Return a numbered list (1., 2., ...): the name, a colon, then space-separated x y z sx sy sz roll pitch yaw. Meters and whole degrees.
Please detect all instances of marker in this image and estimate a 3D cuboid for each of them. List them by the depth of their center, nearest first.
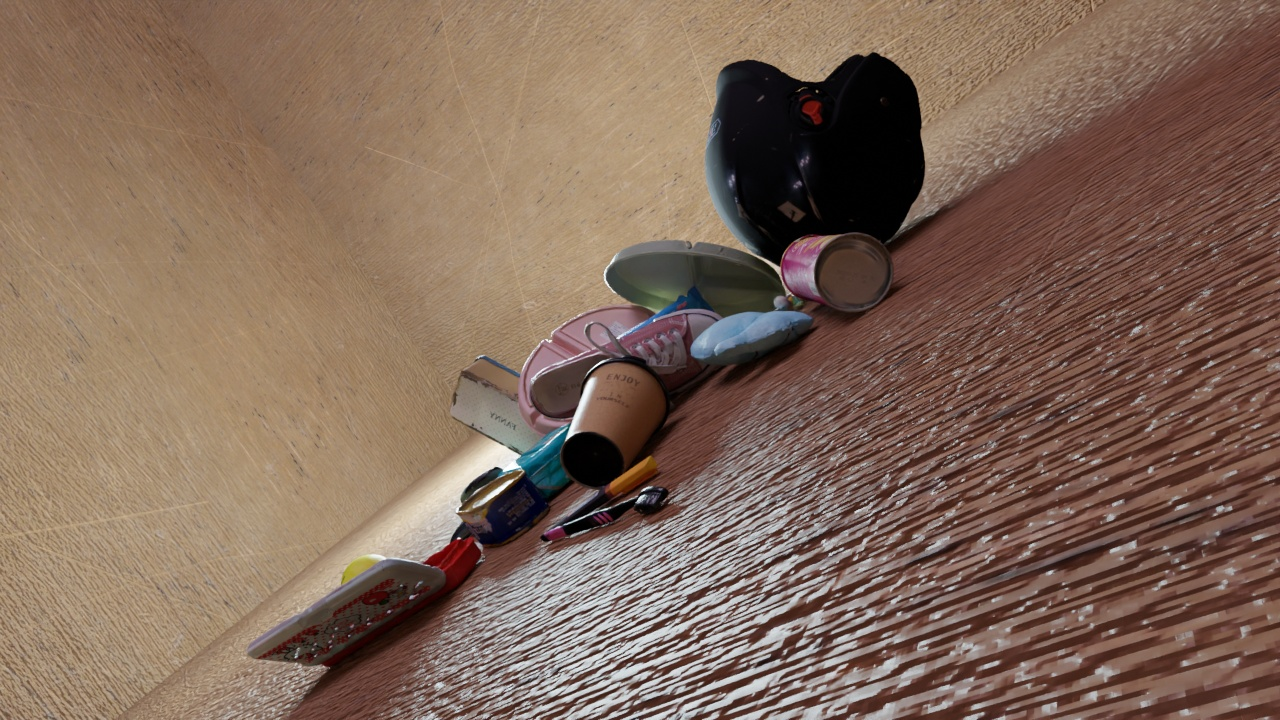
1. marker: -0.034 0.118 0.772 0.124 0.015 0.018 -37 2 23

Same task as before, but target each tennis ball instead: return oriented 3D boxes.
1. tennis ball: -0.311 0.257 1.056 0.065 0.065 0.065 -36 5 3

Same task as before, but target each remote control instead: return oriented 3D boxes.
1. remote control: -0.184 0.184 1.125 0.136 0.024 0.053 -35 5 13

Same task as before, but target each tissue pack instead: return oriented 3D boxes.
1. tissue pack: -0.106 0.120 1.049 0.093 0.050 0.134 -39 5 -24
2. tissue pack: 0.040 -0.016 1.099 0.156 0.095 0.052 -36 5 -24

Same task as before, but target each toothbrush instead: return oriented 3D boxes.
1. toothbrush: -0.035 0.125 0.711 0.190 0.014 0.017 -31 19 51
2. toothbrush: 0.155 -0.062 0.977 0.029 0.020 0.189 7 5 12

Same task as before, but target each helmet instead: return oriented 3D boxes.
1. helmet: 0.189 -0.224 1.073 0.230 0.274 0.234 -64 6 -13

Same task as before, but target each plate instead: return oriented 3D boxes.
1. plate: 0.069 -0.100 1.154 0.231 0.230 0.027 153 129 -63
2. plate: -0.059 0.008 1.186 0.230 0.028 0.229 -17 41 15

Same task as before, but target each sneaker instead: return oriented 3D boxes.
1. sneaker: -0.006 0.006 1.008 0.241 0.118 0.088 -18 1 -8

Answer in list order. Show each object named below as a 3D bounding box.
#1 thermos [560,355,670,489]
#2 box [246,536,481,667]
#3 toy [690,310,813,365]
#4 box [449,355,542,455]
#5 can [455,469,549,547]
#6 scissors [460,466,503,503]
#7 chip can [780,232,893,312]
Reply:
1. thermos: -0.027 0.060 0.880 0.093 0.093 0.143 -34 12 25
2. box: -0.263 0.242 0.898 0.201 0.063 0.160 -34 -14 18
3. toy: 0.105 -0.022 0.924 0.157 0.050 0.161 -14 5 38
4. box: -0.181 0.067 1.268 0.063 0.184 0.090 -40 -24 -56
5. can: -0.147 0.157 0.971 0.074 0.049 0.148 -38 5 -26
6. scissors: -0.187 0.163 1.149 0.177 0.019 0.171 -35 -17 24
7. chip can: 0.185 -0.087 0.890 0.071 0.071 0.210 -35 5 5
